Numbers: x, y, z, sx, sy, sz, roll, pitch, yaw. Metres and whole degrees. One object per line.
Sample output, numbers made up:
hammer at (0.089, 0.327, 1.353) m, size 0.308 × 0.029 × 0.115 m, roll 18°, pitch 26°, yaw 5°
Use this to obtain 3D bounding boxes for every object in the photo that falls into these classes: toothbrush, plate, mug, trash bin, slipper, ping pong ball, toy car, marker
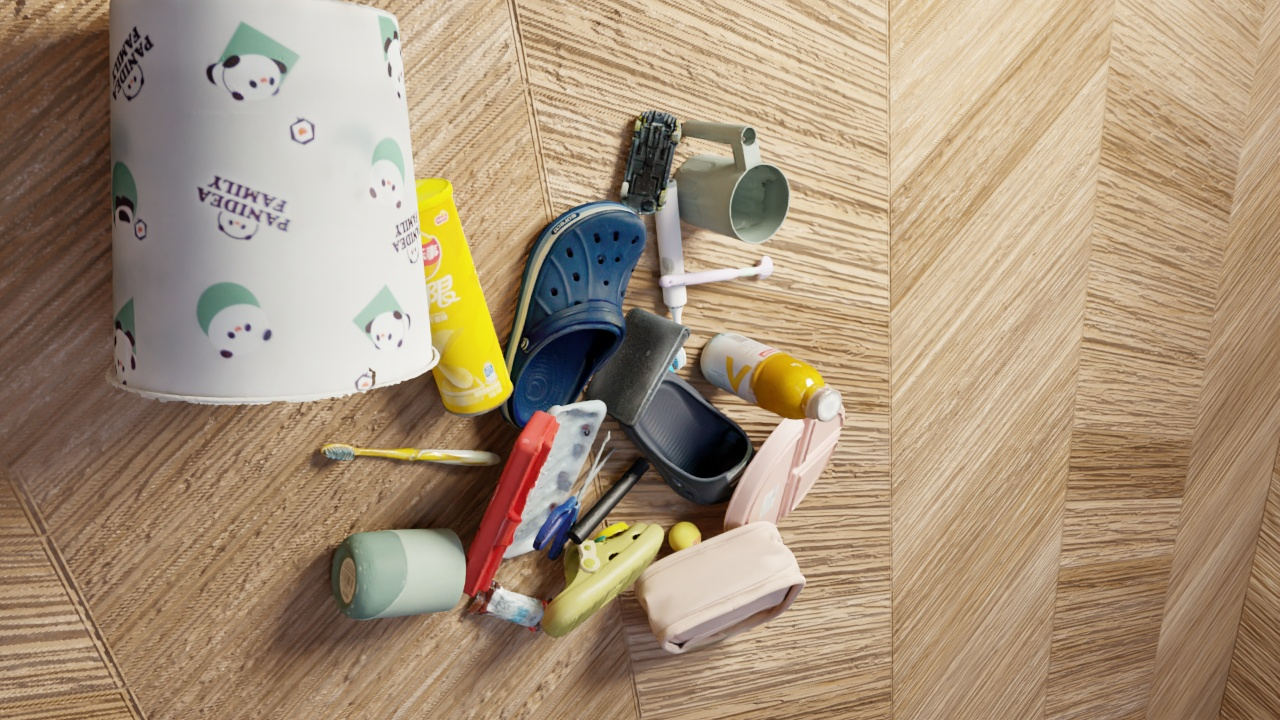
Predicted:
toothbrush at (0.036, -0.091, 1.014) m, size 0.026 × 0.027 × 0.221 m, roll -36°, pitch 129°, yaw -45°
plate at (0.188, 0.140, 1.165) m, size 0.228 × 0.028 × 0.230 m, roll -38°, pitch 150°, yaw -28°
mug at (-0.243, 0.215, 0.895) m, size 0.106 × 0.082 × 0.112 m, roll 4°, pitch 135°, yaw -39°
trash bin at (-0.263, -0.119, 0.656) m, size 0.229 × 0.230 × 0.252 m, roll -8°, pitch 107°, yaw -35°
slipper at (-0.051, 0.231, 1.033) m, size 0.190 × 0.081 × 0.092 m, roll -33°, pitch 163°, yaw -43°
ping pong ball at (0.055, 0.221, 1.143) m, size 0.040 × 0.040 × 0.040 m, roll -15°, pitch 116°, yaw -33°
slipper at (-0.068, -0.039, 0.914) m, size 0.105 × 0.095 × 0.253 m, roll 18°, pitch 100°, yaw -43°
toothbrush at (-0.218, 0.094, 0.898) m, size 0.191 × 0.018 × 0.016 m, roll 9°, pitch 104°, yaw -39°
toothbrush at (0.087, -0.097, 1.034) m, size 0.188 × 0.021 × 0.029 m, roll -12°, pitch 115°, yaw -44°
toy car at (0.011, -0.201, 0.940) m, size 0.049 × 0.031 × 0.105 m, roll 14°, pitch 99°, yaw 6°
mug at (0.089, -0.191, 0.965) m, size 0.083 × 0.103 × 0.124 m, roll -30°, pitch 122°, yaw -25°
slipper at (0.070, 0.106, 1.066) m, size 0.110 × 0.083 × 0.268 m, roll -50°, pitch 134°, yaw -5°
marker at (-0.034, 0.158, 1.042) m, size 0.131 × 0.020 × 0.022 m, roll -44°, pitch 154°, yaw -34°

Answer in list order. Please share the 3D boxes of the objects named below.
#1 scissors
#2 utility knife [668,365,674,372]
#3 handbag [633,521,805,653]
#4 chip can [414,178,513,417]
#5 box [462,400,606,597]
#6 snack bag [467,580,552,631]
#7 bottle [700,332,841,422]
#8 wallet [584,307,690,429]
scissors at (-0.072, 0.155, 1.001) m, size 0.162 × 0.012 × 0.176 m, roll -37°, pitch 153°, yaw -61°
utility knife at (0.037, 0.042, 1.074) m, size 0.034 × 0.018 × 0.191 m, roll -41°, pitch 129°, yaw -19°
handbag at (0.105, 0.310, 1.159) m, size 0.193 × 0.093 × 0.234 m, roll -22°, pitch 145°, yaw -4°
chip can at (-0.178, -0.054, 0.836) m, size 0.072 × 0.072 × 0.214 m, roll -28°, pitch 123°, yaw -26°
box at (-0.113, 0.135, 0.934) m, size 0.160 × 0.060 × 0.201 m, roll -29°, pitch 148°, yaw -61°
snack bag at (-0.141, 0.276, 1.024) m, size 0.105 × 0.026 × 0.045 m, roll 31°, pitch 96°, yaw -40°
bottle at (0.146, 0.021, 1.034) m, size 0.067 × 0.190 × 0.068 m, roll -14°, pitch 114°, yaw -32°
wallet at (-0.006, 0.006, 0.974) m, size 0.019 × 0.097 × 0.121 m, roll 31°, pitch 87°, yaw -36°
